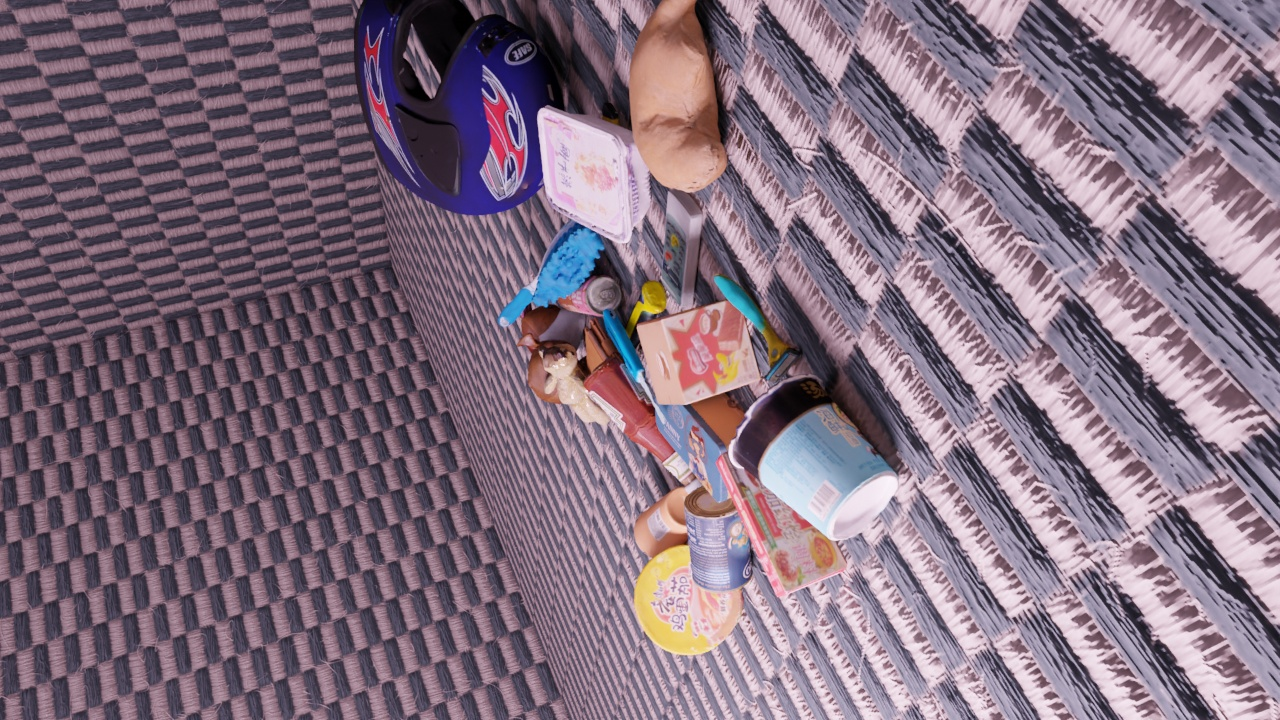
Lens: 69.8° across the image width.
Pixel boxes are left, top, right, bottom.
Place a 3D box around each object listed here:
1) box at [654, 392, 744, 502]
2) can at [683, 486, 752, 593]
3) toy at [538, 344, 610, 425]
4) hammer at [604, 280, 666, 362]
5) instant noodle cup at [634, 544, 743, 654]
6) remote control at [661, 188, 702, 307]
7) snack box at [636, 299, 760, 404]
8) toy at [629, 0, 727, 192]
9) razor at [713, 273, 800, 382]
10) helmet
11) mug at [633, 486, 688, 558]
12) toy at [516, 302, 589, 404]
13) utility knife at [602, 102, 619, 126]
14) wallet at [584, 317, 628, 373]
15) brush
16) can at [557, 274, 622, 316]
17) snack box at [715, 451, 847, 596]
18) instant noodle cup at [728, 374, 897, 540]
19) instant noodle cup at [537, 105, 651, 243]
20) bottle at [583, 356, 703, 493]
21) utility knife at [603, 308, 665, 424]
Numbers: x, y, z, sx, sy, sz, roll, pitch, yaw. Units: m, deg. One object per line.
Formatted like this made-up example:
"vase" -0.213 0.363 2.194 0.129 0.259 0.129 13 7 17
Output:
"box" 0.075 0.079 1.072 0.184 0.061 0.090 45 146 51
"can" 0.094 0.213 1.108 0.075 0.075 0.111 -142 39 -59
"toy" -0.095 0.038 1.371 0.105 0.066 0.157 9 140 46
"hammer" -0.019 -0.027 1.282 0.126 0.031 0.324 66 160 16
"instant noodle cup" 0.056 0.320 1.229 0.110 0.138 0.138 109 141 -75
"remote control" 0.045 -0.127 1.040 0.135 0.019 0.056 94 152 -45
"snack box" 0.061 -0.009 0.981 0.077 0.094 0.093 175 79 -70
"toy" 0.033 -0.274 0.873 0.143 0.082 0.226 26 127 58
"razor" 0.112 -0.040 0.916 0.132 0.028 0.043 57 132 31
"helmet" -0.228 -0.355 1.257 0.241 0.246 0.316 5 128 23
"mug" 0.043 0.220 1.261 0.078 0.078 0.123 66 155 20
"toy" -0.135 -0.028 1.478 0.140 0.131 0.199 40 -165 -35
"utility knife" -0.031 -0.244 1.157 0.033 0.015 0.164 43 145 50
"wallet" -0.043 0.017 1.290 0.131 0.031 0.108 54 157 40
"brush" -0.142 -0.113 1.351 0.316 0.060 0.109 -47 26 38
"can" -0.077 -0.097 1.342 0.147 0.057 0.058 -165 60 -67
"snack box" 0.141 0.154 0.929 0.026 0.075 0.152 115 134 -61
"instant noodle cup" 0.158 0.090 0.807 0.120 0.111 0.111 46 148 36
"instant noodle cup" -0.050 -0.232 1.115 0.173 0.060 0.138 35 139 43
"bottle" 0.011 0.087 1.185 0.206 0.059 0.060 49 158 3
"utility knife" -0.007 0.007 1.159 0.236 0.018 0.034 -120 20 -51
